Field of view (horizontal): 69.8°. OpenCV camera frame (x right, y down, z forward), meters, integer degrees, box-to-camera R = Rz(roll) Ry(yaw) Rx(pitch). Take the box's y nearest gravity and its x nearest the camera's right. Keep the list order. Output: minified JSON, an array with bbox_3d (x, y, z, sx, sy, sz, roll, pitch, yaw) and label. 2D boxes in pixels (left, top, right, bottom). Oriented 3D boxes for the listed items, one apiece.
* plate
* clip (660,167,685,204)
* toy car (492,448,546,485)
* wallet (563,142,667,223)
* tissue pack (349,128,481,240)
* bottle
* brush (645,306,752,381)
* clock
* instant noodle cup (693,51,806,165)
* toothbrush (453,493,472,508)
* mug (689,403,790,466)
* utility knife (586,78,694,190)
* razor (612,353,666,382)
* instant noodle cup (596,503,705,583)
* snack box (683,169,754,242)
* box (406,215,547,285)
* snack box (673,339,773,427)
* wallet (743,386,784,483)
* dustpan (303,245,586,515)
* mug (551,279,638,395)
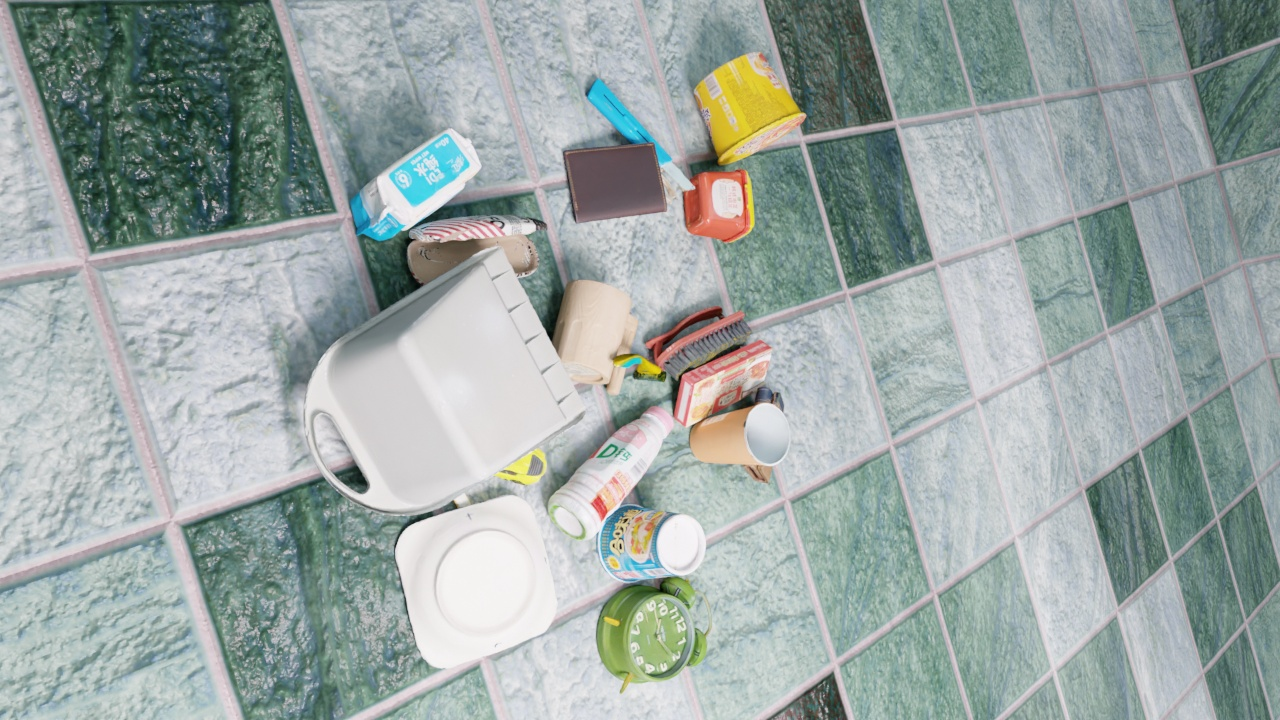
[{"bbox_3d":[-0.170,0.237,0.989,0.164,0.034,0.163,-15,91,-27],"label":"plate"},{"bbox_3d":[0.024,-0.257,1.232,0.082,0.035,0.104,-25,89,-32],"label":"clip"},{"bbox_3d":[-0.154,0.108,1.039,0.105,0.032,0.048,23,69,-29],"label":"toy car"},{"bbox_3d":[-0.032,-0.228,1.170,0.122,0.020,0.096,-9,83,-14],"label":"wallet"},{"bbox_3d":[-0.243,-0.186,0.990,0.139,0.090,0.063,-46,108,-33],"label":"tissue pack"},{"bbox_3d":[-0.029,0.129,1.107,0.196,0.068,0.068,-46,109,-36],"label":"bottle"},{"bbox_3d":[0.073,-0.025,1.214,0.145,0.063,0.069,-25,66,-34],"label":"brush"},{"bbox_3d":[0.023,0.328,1.114,0.160,0.056,0.116,-13,91,-37],"label":"clock"},{"bbox_3d":[0.145,-0.354,1.280,0.137,0.138,0.110,-26,89,-36],"label":"instant noodle cup"},{"bbox_3d":[-0.164,0.219,1.025,0.016,0.018,0.191,-36,101,-37],"label":"toothbrush"},{"bbox_3d":[0.123,0.099,1.184,0.078,0.123,0.078,7,78,-36],"label":"mug"},{"bbox_3d":[0.002,-0.291,1.204,0.191,0.018,0.034,45,57,-6],"label":"utility knife"},{"bbox_3d":[-0.007,0.007,1.115,0.132,0.043,0.028,20,80,-69],"label":"razor"},{"bbox_3d":[0.017,0.219,1.095,0.099,0.110,0.099,6,79,-35],"label":"instant noodle cup"},{"bbox_3d":[0.106,-0.213,1.256,0.080,0.082,0.091,0,81,-26],"label":"snack box"},{"bbox_3d":[-0.184,-0.122,1.043,0.162,0.076,0.088,-15,117,-37],"label":"box"},{"bbox_3d":[0.111,0.029,1.222,0.152,0.025,0.075,-23,137,-36],"label":"snack box"},{"bbox_3d":[0.169,0.102,1.255,0.090,0.033,0.115,51,50,-61],"label":"wallet"},{"bbox_3d":[-0.213,0.035,0.968,0.223,0.143,0.257,64,31,-13],"label":"dustpan"},{"bbox_3d":[-0.052,-0.025,1.114,0.124,0.084,0.103,36,62,-50],"label":"mug"}]
